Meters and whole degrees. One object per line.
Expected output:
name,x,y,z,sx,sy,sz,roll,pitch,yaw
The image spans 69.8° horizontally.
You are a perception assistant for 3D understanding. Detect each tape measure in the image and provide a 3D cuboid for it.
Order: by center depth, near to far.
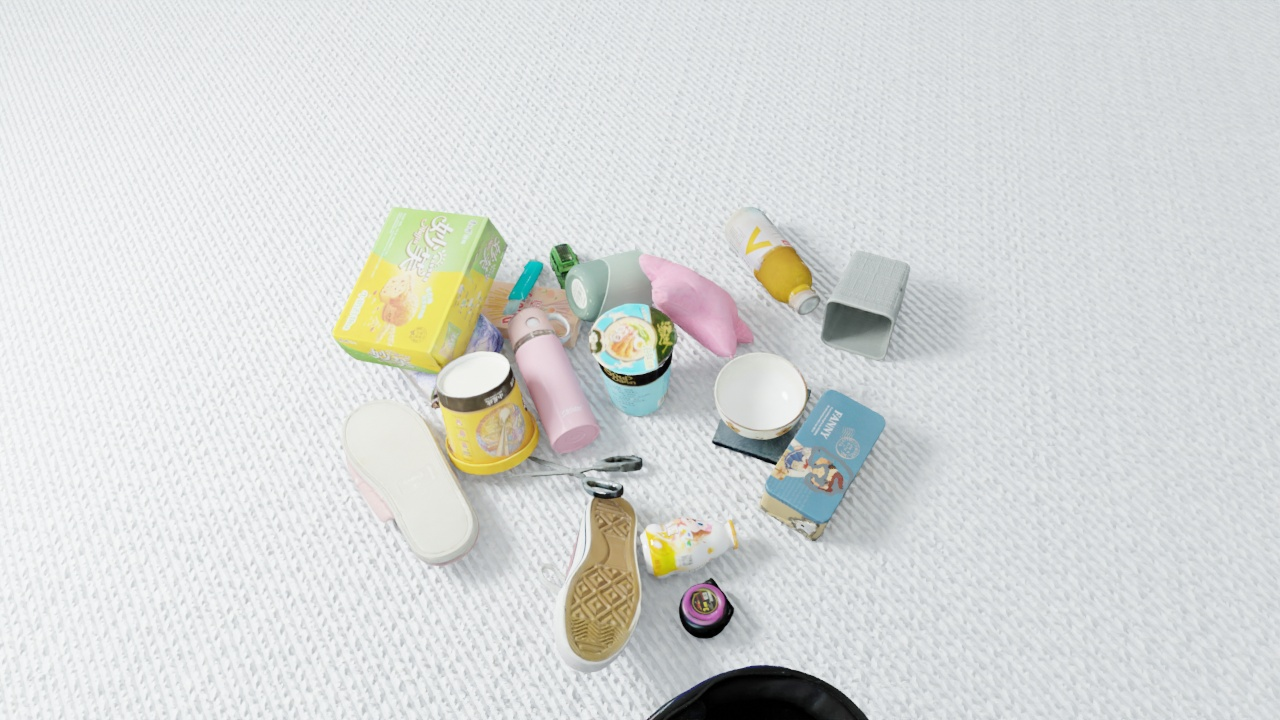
tape measure,0.071,0.278,1.018,0.057,0.039,0.057,-27,55,-20

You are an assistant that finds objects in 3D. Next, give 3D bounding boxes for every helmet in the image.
helmet,0.075,0.417,0.783,0.314,0.241,0.247,-30,55,-28

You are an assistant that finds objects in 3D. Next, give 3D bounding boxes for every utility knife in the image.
utility knife,-0.166,-0.104,1.295,0.029,0.013,0.196,6,28,4

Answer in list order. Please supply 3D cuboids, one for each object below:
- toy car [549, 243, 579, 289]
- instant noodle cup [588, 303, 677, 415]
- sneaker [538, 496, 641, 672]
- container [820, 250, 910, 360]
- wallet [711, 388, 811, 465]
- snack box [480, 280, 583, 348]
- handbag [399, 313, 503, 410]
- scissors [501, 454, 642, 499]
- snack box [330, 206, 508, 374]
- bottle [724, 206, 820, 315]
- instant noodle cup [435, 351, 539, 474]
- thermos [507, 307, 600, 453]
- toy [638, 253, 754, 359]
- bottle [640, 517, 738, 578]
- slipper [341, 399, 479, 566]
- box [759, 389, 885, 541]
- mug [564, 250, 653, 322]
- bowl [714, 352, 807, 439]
toy car,-0.105,-0.132,1.343,0.043,0.036,0.091,-19,58,-11
instant noodle cup,-0.007,0.007,1.176,0.111,0.121,0.111,-2,54,2
sneaker,-0.052,0.254,1.019,0.118,0.088,0.240,19,33,-9
container,0.305,-0.078,1.232,0.090,0.090,0.114,18,54,17
wallet,0.156,0.072,1.177,0.097,0.019,0.120,17,58,16
snack box,-0.159,-0.067,1.304,0.157,0.026,0.084,8,55,11
handbag,-0.284,-0.037,1.257,0.134,0.075,0.194,-44,59,-5
scissors,-0.077,0.135,1.125,0.159,0.014,0.181,-13,21,-36
snack box,-0.287,-0.094,1.201,0.158,0.070,0.209,9,67,21
bottle,0.188,-0.140,1.299,0.068,0.068,0.189,-24,55,-12
instant noodle cup,-0.195,0.061,1.140,0.118,0.115,0.118,-7,36,5
thermos,-0.109,0.020,1.200,0.087,0.067,0.198,-13,58,-20
toy,0.075,-0.068,1.207,0.075,0.194,0.178,-48,52,20
bottle,0.056,0.211,1.055,0.108,0.063,0.063,-12,53,-4
slipper,-0.285,0.150,1.137,0.114,0.054,0.274,-33,54,-18
box,0.221,0.120,1.103,0.090,0.064,0.183,28,63,15
mug,-0.039,-0.088,1.267,0.106,0.082,0.112,-18,95,-30
bowl,0.148,0.053,1.142,0.113,0.062,0.113,-1,56,2
